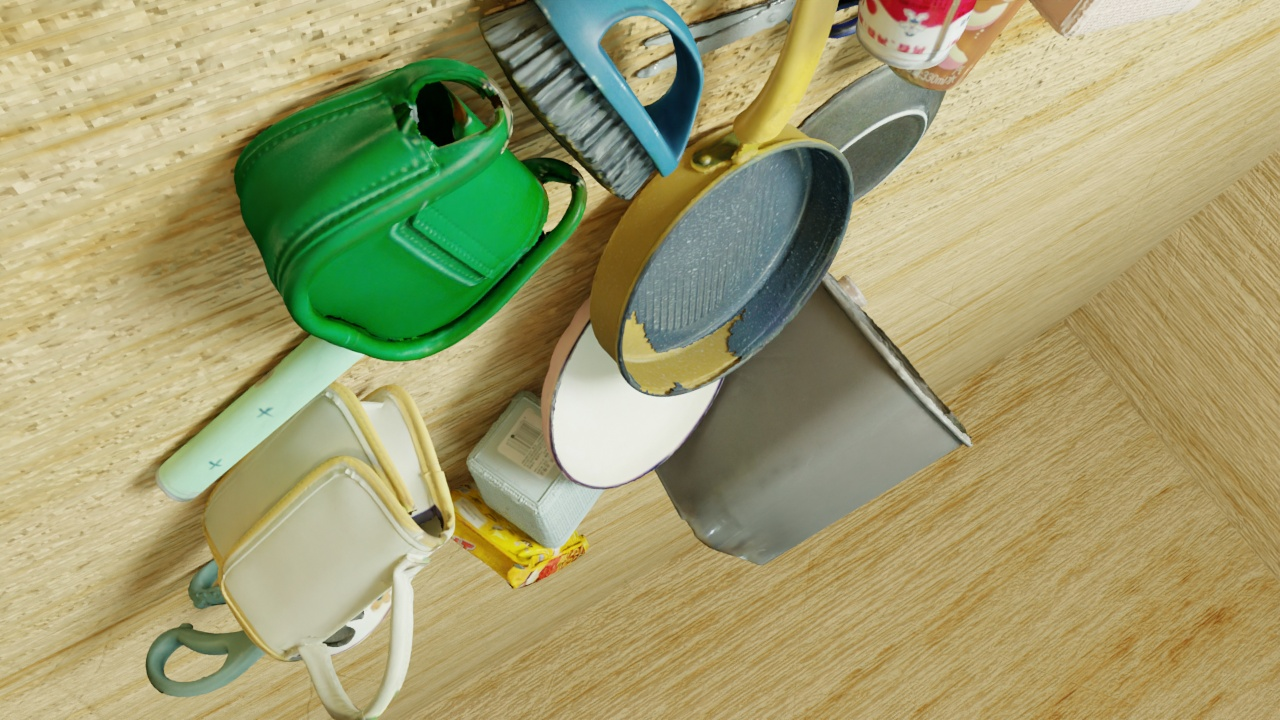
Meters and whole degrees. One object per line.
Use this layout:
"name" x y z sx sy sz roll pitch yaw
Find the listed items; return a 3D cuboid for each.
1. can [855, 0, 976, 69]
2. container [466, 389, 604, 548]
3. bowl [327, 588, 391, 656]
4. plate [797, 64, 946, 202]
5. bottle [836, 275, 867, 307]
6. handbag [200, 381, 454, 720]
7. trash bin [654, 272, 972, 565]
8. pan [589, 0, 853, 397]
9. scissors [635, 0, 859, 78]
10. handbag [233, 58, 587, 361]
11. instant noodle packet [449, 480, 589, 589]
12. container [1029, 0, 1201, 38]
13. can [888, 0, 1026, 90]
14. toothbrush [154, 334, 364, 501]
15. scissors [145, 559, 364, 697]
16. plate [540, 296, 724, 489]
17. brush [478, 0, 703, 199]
"can" 0.137 -0.198 0.409 0.053 0.053 0.133 -27 154 -19
"container" -0.083 0.090 0.761 0.090 0.090 0.112 -53 167 -17
"bowl" -0.240 0.158 0.692 0.113 0.113 0.062 -35 133 6
"plate" 0.156 -0.148 0.671 0.179 0.024 0.180 -30 164 -10
"bottle" 0.141 -0.018 0.934 0.189 0.068 0.068 -35 163 6
"handbag" -0.181 0.120 0.543 0.164 0.178 0.063 -39 157 25
"trash bin" 0.132 0.049 0.806 0.220 0.199 0.198 -42 143 15
"pan" 0.063 -0.099 0.523 0.197 0.078 0.358 -33 149 -20
"scissors" 0.076 -0.182 0.452 0.172 0.012 0.133 -14 157 -46
"handbag" -0.088 -0.059 0.379 0.120 0.068 0.131 -29 163 10
"instant noodle packet" -0.125 0.151 0.833 0.110 0.128 0.044 -8 126 -61
"container" 0.267 -0.241 0.504 0.110 0.090 0.090 -22 161 -23
"can" 0.184 -0.212 0.481 0.057 0.058 0.148 -24 161 -29
"toothbrush" -0.176 0.005 0.487 0.225 0.027 0.026 -37 -159 14
"scissors" -0.260 0.186 0.615 0.142 0.180 0.019 -61 142 -35
"plate" -0.004 0.004 0.683 0.191 0.039 0.193 -30 136 -34
"brush" -0.009 -0.119 0.393 0.073 0.055 0.144 -34 163 8
